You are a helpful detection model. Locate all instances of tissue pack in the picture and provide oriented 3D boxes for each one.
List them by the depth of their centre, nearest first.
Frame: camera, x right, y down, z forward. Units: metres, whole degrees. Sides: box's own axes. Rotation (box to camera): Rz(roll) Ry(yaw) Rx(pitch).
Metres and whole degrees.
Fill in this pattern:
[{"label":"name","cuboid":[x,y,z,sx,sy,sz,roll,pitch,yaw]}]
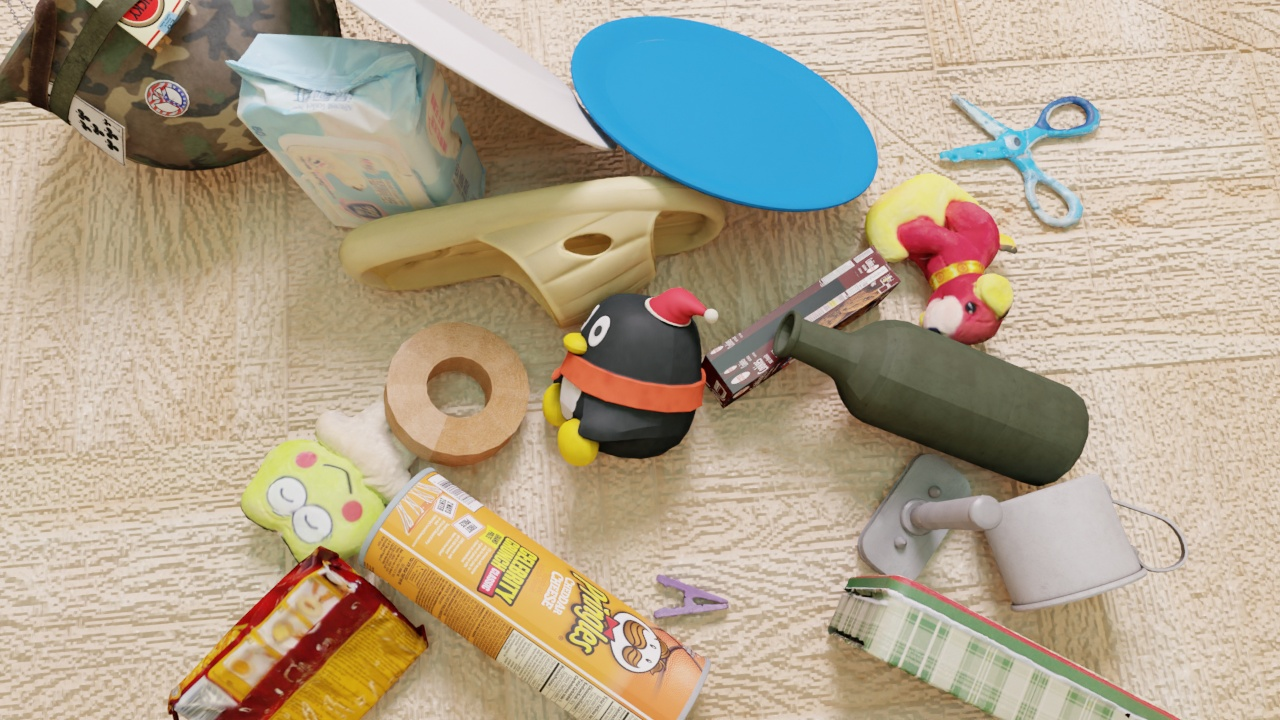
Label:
[{"label":"tissue pack","cuboid":[-0.172,-0.139,0.589,0.112,0.182,0.070,7,76,6]}]

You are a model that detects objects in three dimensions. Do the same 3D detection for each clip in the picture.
[{"label":"clip","cuboid":[0.030,0.155,0.611,0.050,0.014,0.046,-22,75,-4]}]

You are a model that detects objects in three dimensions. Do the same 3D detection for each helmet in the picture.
[{"label":"helmet","cuboid":[-0.322,-0.236,0.593,0.224,0.193,0.236,-32,112,-17]}]

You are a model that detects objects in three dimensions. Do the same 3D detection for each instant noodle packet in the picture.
[{"label":"instant noodle packet","cuboid":[-0.209,0.190,0.565,0.135,0.040,0.098,-46,111,-11]}]

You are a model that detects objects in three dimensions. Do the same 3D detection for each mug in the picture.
[{"label":"mug","cuboid":[0.283,0.113,0.590,0.113,0.084,0.070,-21,75,11]}]

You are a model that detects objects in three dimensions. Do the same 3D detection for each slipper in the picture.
[{"label":"slipper","cuboid":[-0.068,-0.064,0.611,0.261,0.111,0.079,-7,76,-1]}]

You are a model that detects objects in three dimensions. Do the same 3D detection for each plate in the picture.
[{"label":"plate","cuboid":[-0.114,-0.209,0.588,0.242,0.242,0.016,36,106,6]},{"label":"plate","cuboid":[0.058,-0.171,0.644,0.224,0.024,0.223,11,45,-12]}]

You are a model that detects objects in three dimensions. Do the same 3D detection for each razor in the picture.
[{"label":"razor","cuboid":[0.191,0.098,0.578,0.047,0.116,0.088,38,77,2]}]

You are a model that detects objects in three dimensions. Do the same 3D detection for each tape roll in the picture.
[{"label":"tape roll","cuboid":[-0.123,0.022,0.615,0.094,0.027,0.093,7,67,-17]}]

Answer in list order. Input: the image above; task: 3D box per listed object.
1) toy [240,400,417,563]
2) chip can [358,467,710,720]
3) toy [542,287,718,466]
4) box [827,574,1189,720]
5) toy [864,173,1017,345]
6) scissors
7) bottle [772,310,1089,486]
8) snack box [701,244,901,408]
[{"label":"toy","cuboid":[-0.197,0.078,0.605,0.092,0.046,0.115,42,70,5]},{"label":"chip can","cuboid":[-0.066,0.158,0.574,0.215,0.075,0.075,33,77,6]},{"label":"toy","cuboid":[-0.004,0.003,0.595,0.099,0.097,0.119,8,108,-19]},{"label":"box","cuboid":[0.222,0.194,0.557,0.205,0.118,0.050,26,81,6]},{"label":"toy","cuboid":[0.221,-0.074,0.655,0.105,0.067,0.137,-11,64,-7]},{"label":"scissors","cuboid":[0.298,-0.168,0.703,0.134,0.012,0.134,42,79,9]},{"label":"bottle","cuboid":[0.185,0.018,0.598,0.206,0.071,0.071,20,76,-11]},{"label":"snack box","cuboid":[0.109,-0.023,0.637,0.140,0.051,0.031,-33,80,-10]}]
